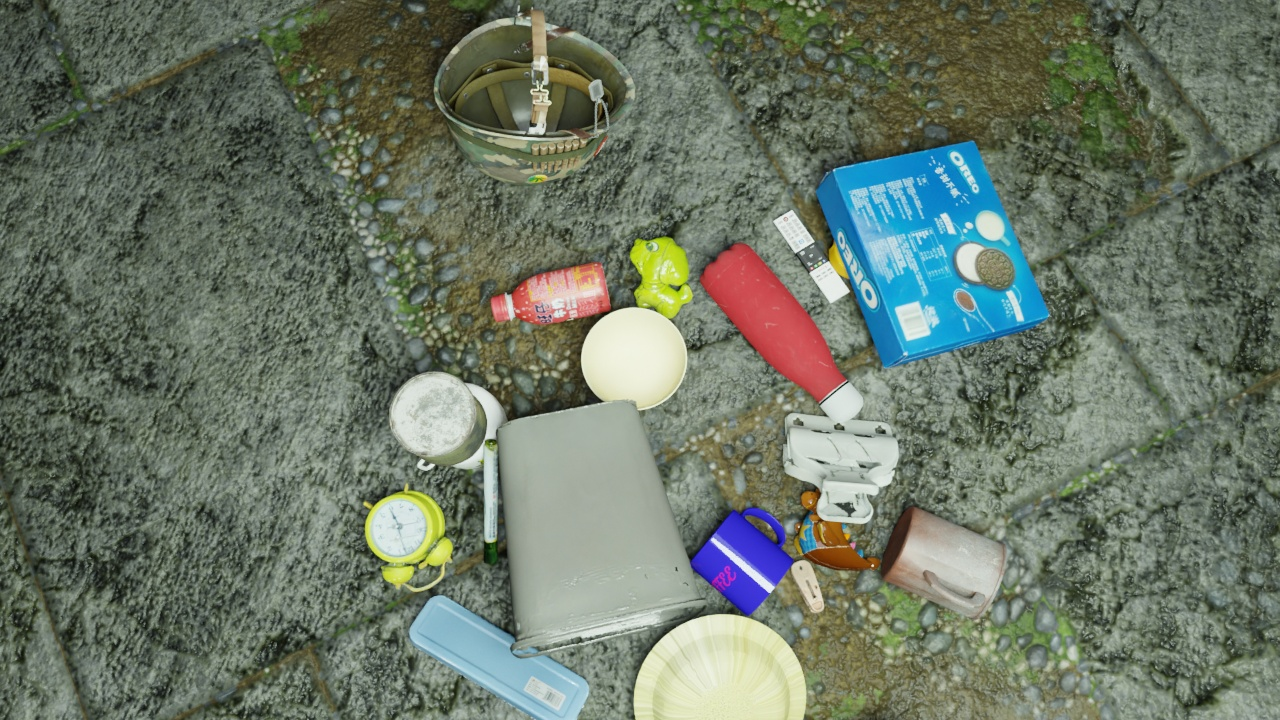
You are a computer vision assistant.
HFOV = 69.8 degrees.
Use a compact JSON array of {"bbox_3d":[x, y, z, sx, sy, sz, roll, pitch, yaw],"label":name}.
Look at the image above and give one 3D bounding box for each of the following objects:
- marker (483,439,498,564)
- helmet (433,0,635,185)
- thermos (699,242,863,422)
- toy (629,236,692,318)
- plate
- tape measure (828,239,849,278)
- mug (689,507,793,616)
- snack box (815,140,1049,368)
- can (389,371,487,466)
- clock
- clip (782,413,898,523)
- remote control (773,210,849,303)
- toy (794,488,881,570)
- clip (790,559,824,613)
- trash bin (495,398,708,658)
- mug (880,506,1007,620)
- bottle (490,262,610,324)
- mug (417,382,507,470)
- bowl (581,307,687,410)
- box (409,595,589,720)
[{"bbox_3d":[-0.166,0.158,1.022,0.017,0.017,0.146,4,105,2],"label":"marker"},{"bbox_3d":[-0.120,-0.311,1.054,0.224,0.236,0.192,-10,62,2],"label":"helmet"},{"bbox_3d":[0.168,-0.028,1.062,0.073,0.073,0.240,-38,79,-7],"label":"thermos"},{"bbox_3d":[0.024,-0.103,1.104,0.094,0.036,0.093,27,85,5],"label":"toy"},{"bbox_3d":[0.087,0.363,0.961,0.184,0.036,0.184,0,94,-4],"label":"plate"},{"bbox_3d":[0.258,-0.126,1.101,0.058,0.030,0.068,-41,84,-16],"label":"tape measure"},{"bbox_3d":[0.118,0.211,1.010,0.083,0.079,0.111,40,52,10],"label":"mug"},{"bbox_3d":[0.338,-0.128,1.071,0.195,0.056,0.238,-14,76,-15],"label":"snack box"},{"bbox_3d":[-0.214,0.064,0.979,0.090,0.075,0.089,0,76,0],"label":"can"},{"bbox_3d":[-0.259,0.200,1.029,0.083,0.057,0.119,-26,84,-5],"label":"clock"},{"bbox_3d":[0.223,0.123,1.022,0.125,0.089,0.150,3,41,4],"label":"clip"},{"bbox_3d":[0.207,-0.126,1.115,0.028,0.012,0.124,-31,78,-6],"label":"remote control"},{"bbox_3d":[0.224,0.189,1.025,0.103,0.071,0.090,19,60,-8],"label":"toy"},{"bbox_3d":[0.186,0.251,1.017,0.026,0.049,0.061,-17,104,-2],"label":"clip"},{"bbox_3d":[-0.057,0.176,0.963,0.197,0.198,0.220,-11,70,-9],"label":"trash bin"},{"bbox_3d":[0.321,0.221,0.975,0.110,0.122,0.096,18,106,10],"label":"mug"},{"bbox_3d":[-0.107,-0.074,1.088,0.137,0.062,0.062,-12,76,0],"label":"bottle"},{"bbox_3d":[-0.208,0.083,1.048,0.094,0.068,0.115,44,81,11],"label":"mug"},{"bbox_3d":[-0.006,0.006,1.058,0.118,0.074,0.118,0,76,1],"label":"bowl"},{"bbox_3d":[-0.156,0.335,1.014,0.210,0.052,0.066,29,57,6],"label":"box"}]
